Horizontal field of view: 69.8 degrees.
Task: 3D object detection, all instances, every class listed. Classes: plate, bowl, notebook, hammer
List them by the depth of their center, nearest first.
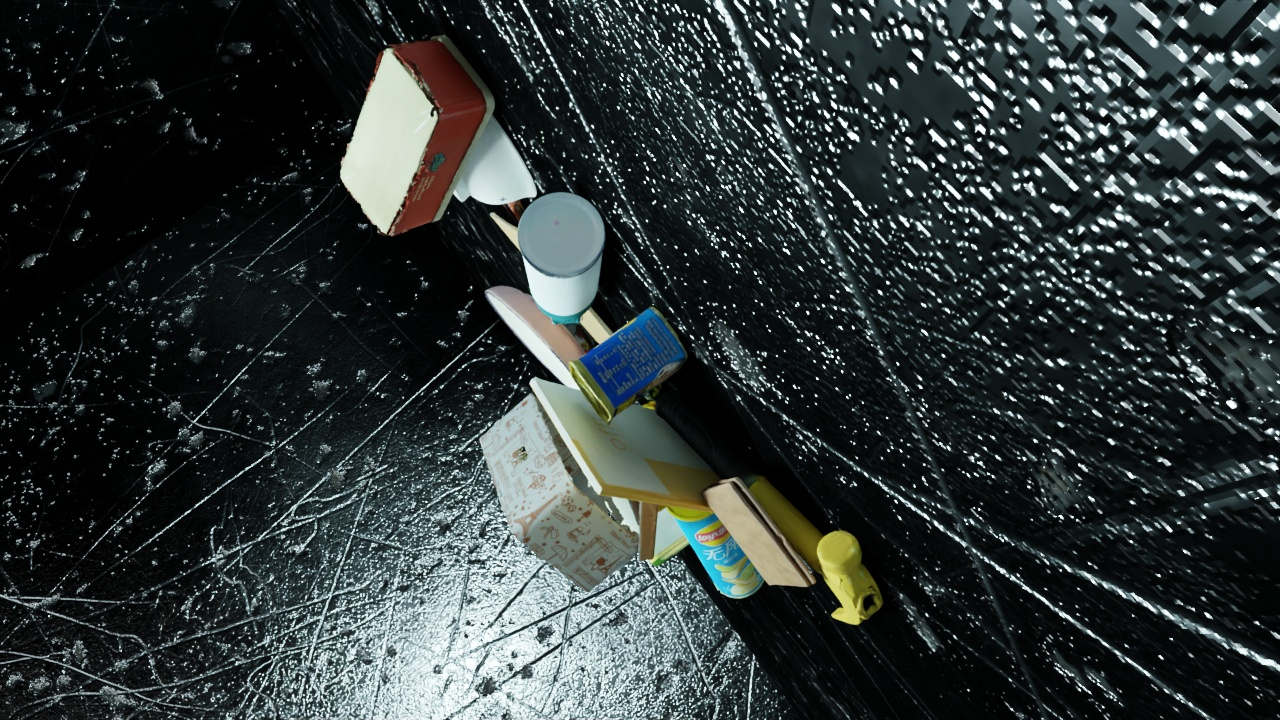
[{"bbox_3d":[0.098,0.111,0.781,0.301,0.032,0.129,45,167,48],"label":"hammer"},{"bbox_3d":[0.007,0.082,0.831,0.206,0.010,0.146,17,-154,-42],"label":"notebook"},{"bbox_3d":[-0.159,-0.190,0.874,0.118,0.064,0.118,53,172,10],"label":"bowl"},{"bbox_3d":[-0.082,-0.075,1.023,0.207,0.008,0.148,50,173,-30],"label":"notebook"},{"bbox_3d":[-0.123,-0.030,1.196,0.192,0.039,0.192,44,170,10],"label":"plate"}]

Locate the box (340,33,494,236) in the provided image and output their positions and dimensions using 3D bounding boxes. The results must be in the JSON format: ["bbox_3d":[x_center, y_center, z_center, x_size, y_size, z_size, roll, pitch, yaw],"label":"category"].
[{"bbox_3d":[-0.206,-0.192,0.800,0.091,0.078,0.169,52,137,10],"label":"box"}]

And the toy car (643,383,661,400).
[{"bbox_3d":[-0.005,0.005,0.916,0.048,0.032,0.105,48,178,-24],"label":"toy car"}]

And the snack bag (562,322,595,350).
[{"bbox_3d":[-0.084,-0.035,1.227,0.048,0.026,0.104,59,171,-20],"label":"snack bag"}]

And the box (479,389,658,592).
[{"bbox_3d":[-0.043,0.111,0.939,0.150,0.166,0.182,44,-173,-35],"label":"box"}]

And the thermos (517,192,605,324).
[{"bbox_3d":[-0.068,-0.083,0.802,0.073,0.073,0.224,53,172,3],"label":"thermos"}]

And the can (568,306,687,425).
[{"bbox_3d":[-0.010,0.005,0.771,0.057,0.083,0.102,53,172,5],"label":"can"}]

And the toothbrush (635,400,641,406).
[{"bbox_3d":[-0.003,0.057,1.127,0.189,0.016,0.014,40,157,33],"label":"toothbrush"}]

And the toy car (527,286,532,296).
[{"bbox_3d":[-0.116,-0.082,1.193,0.091,0.036,0.043,36,160,54],"label":"toy car"}]

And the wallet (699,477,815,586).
[{"bbox_3d":[0.094,0.139,0.745,0.101,0.020,0.115,52,169,6],"label":"wallet"}]

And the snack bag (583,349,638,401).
[{"bbox_3d":[-0.028,0.074,1.262,0.208,0.073,0.129,65,162,-18],"label":"snack bag"}]

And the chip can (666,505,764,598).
[{"bbox_3d":[0.092,0.204,1.075,0.071,0.071,0.210,47,170,42],"label":"chip can"}]

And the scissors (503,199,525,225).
[{"bbox_3d":[-0.107,-0.121,1.047,0.189,0.015,0.225,46,170,44],"label":"scissors"}]

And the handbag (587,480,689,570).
[{"bbox_3d":[-0.008,0.181,1.169,0.163,0.178,0.063,52,178,-1],"label":"handbag"}]

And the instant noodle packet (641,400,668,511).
[{"bbox_3d":[0.015,0.104,1.011,0.044,0.110,0.128,18,179,-15],"label":"instant noodle packet"}]
